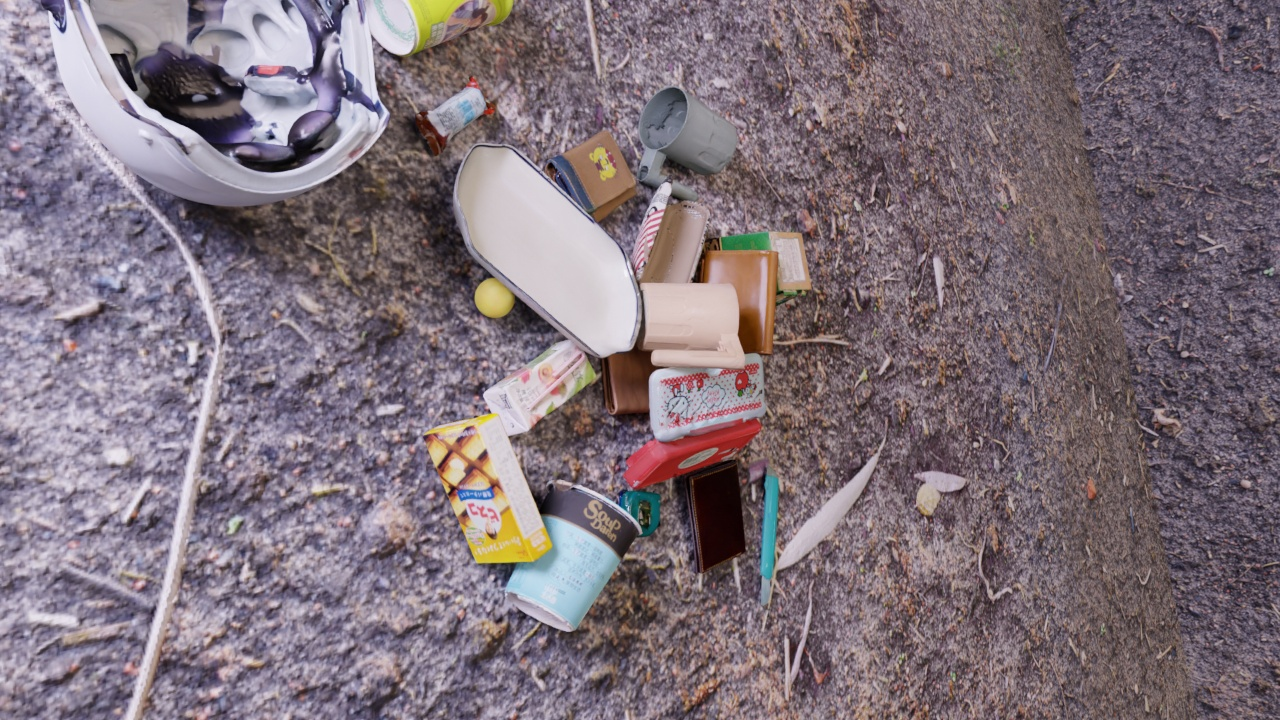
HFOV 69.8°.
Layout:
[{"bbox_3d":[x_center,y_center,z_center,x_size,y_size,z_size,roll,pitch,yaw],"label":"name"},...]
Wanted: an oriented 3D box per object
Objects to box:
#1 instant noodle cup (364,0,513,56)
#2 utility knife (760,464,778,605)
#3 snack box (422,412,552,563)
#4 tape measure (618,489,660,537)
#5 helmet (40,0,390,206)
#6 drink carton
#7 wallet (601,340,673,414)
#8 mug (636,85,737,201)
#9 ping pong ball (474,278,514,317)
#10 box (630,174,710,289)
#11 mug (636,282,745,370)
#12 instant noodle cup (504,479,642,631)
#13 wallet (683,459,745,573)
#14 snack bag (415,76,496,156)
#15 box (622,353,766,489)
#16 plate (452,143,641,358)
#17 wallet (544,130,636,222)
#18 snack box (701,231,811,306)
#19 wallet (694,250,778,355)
[{"bbox_3d":[-0.204,-0.359,0.895,0.123,0.112,0.112,-46,114,-34],"label":"instant noodle cup"},{"bbox_3d":[0.169,0.230,1.214,0.029,0.013,0.184,24,64,-37],"label":"utility knife"},{"bbox_3d":[-0.143,0.122,0.858,0.033,0.087,0.140,-33,106,-46],"label":"snack box"},{"bbox_3d":[0.000,0.173,1.042,0.058,0.025,0.054,12,71,-43],"label":"tape measure"},{"bbox_3d":[-0.331,-0.231,0.699,0.228,0.146,0.258,-28,94,-47],"label":"helmet"},{"bbox_3d":[-0.101,0.025,0.955,0.122,0.046,0.053,-38,108,-44],"label":"drink carton"},{"bbox_3d":[-0.006,0.006,1.079,0.101,0.020,0.115,0,78,-48],"label":"wallet"},{"bbox_3d":[0.055,-0.271,1.170,0.103,0.084,0.124,15,97,-45],"label":"mug"},{"bbox_3d":[-0.147,-0.063,0.929,0.040,0.040,0.040,13,72,-44],"label":"ping pong ball"},{"bbox_3d":[0.038,-0.143,1.115,0.086,0.076,0.161,20,61,-9],"label":"box"},{"bbox_3d":[0.054,-0.035,1.036,0.103,0.084,0.124,1,42,-12],"label":"mug"},{"bbox_3d":[-0.074,0.197,0.909,0.111,0.111,0.120,45,61,-30],"label":"instant noodle cup"},{"bbox_3d":[0.094,0.191,1.131,0.096,0.020,0.122,-12,97,-45],"label":"wallet"},{"bbox_3d":[-0.188,-0.253,0.940,0.105,0.026,0.045,-51,127,-39],"label":"snack bag"},{"bbox_3d":[0.072,0.071,1.069,0.200,0.069,0.158,-10,125,-47],"label":"box"},{"bbox_3d":[-0.097,-0.107,0.951,0.265,0.034,0.161,40,43,-33],"label":"plate"},{"bbox_3d":[-0.055,-0.210,1.068,0.115,0.033,0.090,-44,112,-46],"label":"wallet"},{"bbox_3d":[0.158,-0.123,1.214,0.118,0.106,0.117,-7,86,-48],"label":"snack box"},{"bbox_3d":[0.111,-0.073,1.152,0.035,0.119,0.130,15,79,-64],"label":"wallet"}]
